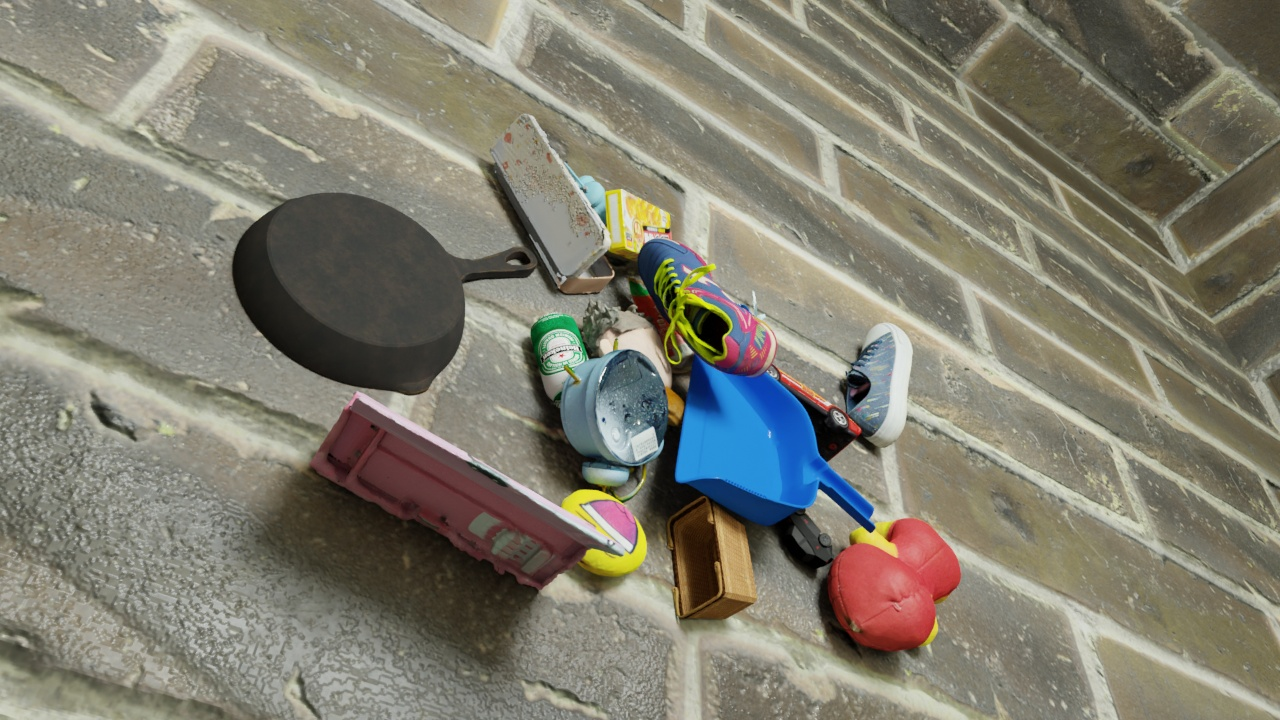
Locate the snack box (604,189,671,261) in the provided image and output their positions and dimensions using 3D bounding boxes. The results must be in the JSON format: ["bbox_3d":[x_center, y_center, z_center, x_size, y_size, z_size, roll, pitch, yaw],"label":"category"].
[{"bbox_3d":[0.000,-0.165,1.171,0.152,0.025,0.075,8,77,-65],"label":"snack box"}]

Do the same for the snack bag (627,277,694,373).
[{"bbox_3d":[0.030,-0.059,1.138,0.087,0.044,0.155,5,54,-43],"label":"snack bag"}]

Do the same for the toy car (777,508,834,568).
[{"bbox_3d":[0.179,0.196,1.040,0.036,0.042,0.091,-33,78,-29],"label":"toy car"}]

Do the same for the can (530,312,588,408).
[{"bbox_3d":[-0.084,-0.002,0.978,0.053,0.053,0.101,9,49,-37],"label":"can"}]

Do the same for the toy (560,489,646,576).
[{"bbox_3d":[-0.037,0.163,0.871,0.095,0.041,0.094,44,33,7],"label":"toy"}]

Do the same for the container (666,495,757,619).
[{"bbox_3d":[0.072,0.203,0.919,0.061,0.063,0.113,27,39,-32],"label":"container"}]

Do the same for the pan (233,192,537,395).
[{"bbox_3d":[-0.230,-0.092,0.939,0.355,0.043,0.248,-18,68,-50],"label":"pan"}]

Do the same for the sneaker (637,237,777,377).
[{"bbox_3d":[0.054,-0.072,1.033,0.091,0.116,0.242,3,32,-41],"label":"sneaker"}]

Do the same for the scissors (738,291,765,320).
[{"bbox_3d":[0.156,-0.063,1.263,0.110,0.015,0.132,52,30,-37],"label":"scissors"}]

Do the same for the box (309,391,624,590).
[{"bbox_3d":[-0.136,0.100,0.737,0.233,0.180,0.059,34,55,-15],"label":"box"}]

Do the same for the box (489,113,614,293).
[{"bbox_3d":[-0.102,-0.185,1.127,0.216,0.094,0.107,59,12,21],"label":"box"}]

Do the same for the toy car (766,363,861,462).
[{"bbox_3d":[0.178,0.061,1.134,0.189,0.082,0.056,32,33,-15],"label":"toy car"}]

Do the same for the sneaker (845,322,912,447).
[{"bbox_3d":[0.335,0.019,1.324,0.079,0.088,0.234,28,42,-11],"label":"sneaker"}]

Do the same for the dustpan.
[{"bbox_3d":[0.160,0.117,1.015,0.257,0.060,0.244,42,31,-18],"label":"dustpan"}]

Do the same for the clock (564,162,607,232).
[{"bbox_3d":[-0.062,-0.203,1.175,0.123,0.042,0.087,50,2,-24],"label":"clock"}]

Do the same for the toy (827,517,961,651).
[{"bbox_3d":[0.290,0.253,1.044,0.147,0.099,0.215,46,31,17],"label":"toy"}]

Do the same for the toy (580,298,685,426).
[{"bbox_3d":[-0.006,0.006,1.027,0.176,0.076,0.132,56,23,18],"label":"toy"}]

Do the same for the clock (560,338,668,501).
[{"bbox_3d":[-0.022,0.064,0.927,0.117,0.060,0.162,-25,106,-51],"label":"clock"}]
